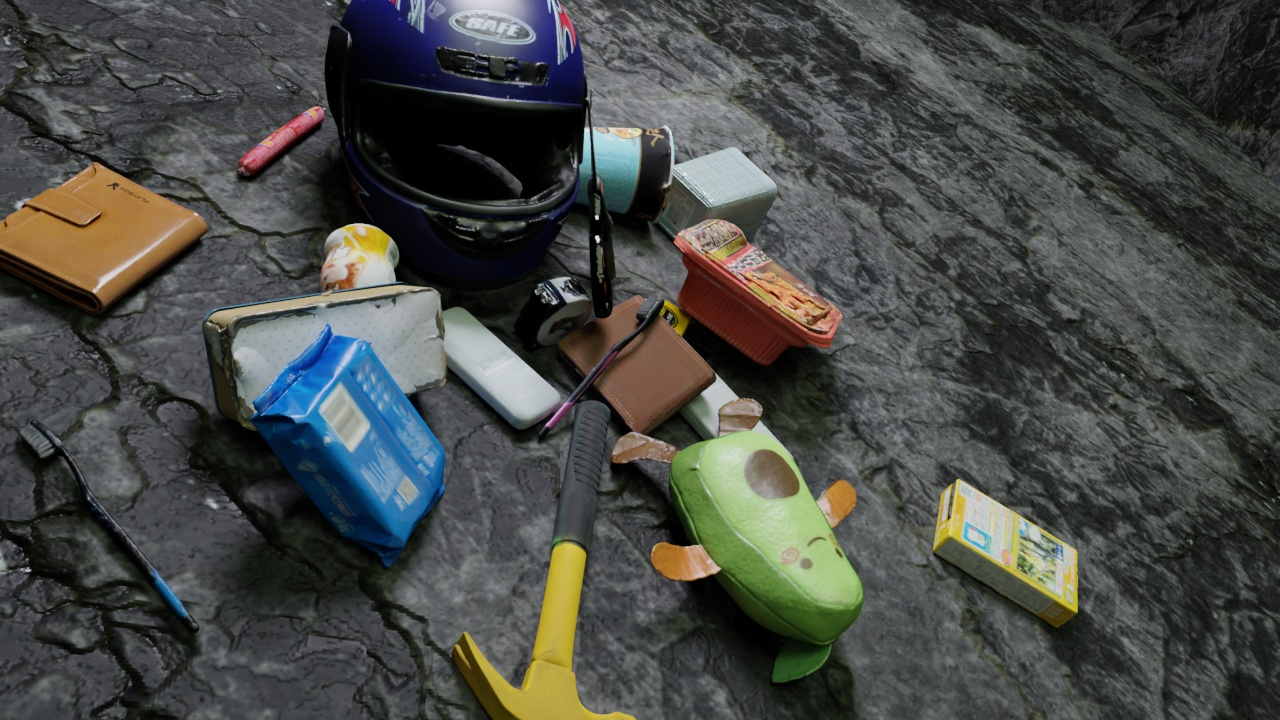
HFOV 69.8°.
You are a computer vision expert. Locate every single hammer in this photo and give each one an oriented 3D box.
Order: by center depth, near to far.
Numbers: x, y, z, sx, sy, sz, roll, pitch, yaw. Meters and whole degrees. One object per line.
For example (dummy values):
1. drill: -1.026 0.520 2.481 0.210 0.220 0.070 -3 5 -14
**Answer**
1. hammer: -0.054 0.143 0.690 0.128 0.033 0.299 21 40 -12

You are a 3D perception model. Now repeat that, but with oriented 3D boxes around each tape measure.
1. tape measure: -0.078 -0.045 0.849 0.065 0.066 0.033 -20 64 -40
2. tape measure: 0.018 -0.035 0.925 0.057 0.029 0.059 30 40 -1

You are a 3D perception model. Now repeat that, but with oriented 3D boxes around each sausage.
1. sausage: -0.354 -0.220 0.910 0.020 0.020 0.155 26 39 -3

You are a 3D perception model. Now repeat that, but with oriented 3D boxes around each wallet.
1. wallet: -0.431 -0.100 0.728 0.108 0.031 0.131 28 38 -4
2. wallet: -0.005 0.005 0.851 0.101 0.032 0.124 -33 65 -24

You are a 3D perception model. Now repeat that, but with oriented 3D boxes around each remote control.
1. remote control: -0.132 0.006 0.799 0.136 0.020 0.055 40 40 14
2. remote control: 0.076 0.056 0.867 0.058 0.021 0.150 -23 61 -37

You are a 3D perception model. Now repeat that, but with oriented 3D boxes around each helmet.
1. helmet: -0.164 -0.247 0.859 0.247 0.241 0.315 -1 42 -22

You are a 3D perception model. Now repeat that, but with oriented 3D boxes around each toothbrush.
1. toothbrush: -0.337 0.104 0.579 0.189 0.014 0.016 43 42 15
2. toothbrush: -0.035 0.003 0.822 0.018 0.014 0.188 25 57 25

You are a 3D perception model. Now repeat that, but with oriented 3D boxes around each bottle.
1. bottle: -0.238 -0.061 0.774 0.063 0.063 0.108 10 57 -22

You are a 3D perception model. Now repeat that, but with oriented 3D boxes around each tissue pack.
1. tissue pack: -0.197 0.061 0.640 0.157 0.052 0.094 61 31 -26

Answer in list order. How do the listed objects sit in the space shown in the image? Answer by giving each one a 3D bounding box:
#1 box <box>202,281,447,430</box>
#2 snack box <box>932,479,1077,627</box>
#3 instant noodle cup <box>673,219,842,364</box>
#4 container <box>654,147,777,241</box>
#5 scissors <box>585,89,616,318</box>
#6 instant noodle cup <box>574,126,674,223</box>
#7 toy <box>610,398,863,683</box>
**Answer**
1. box: -0.227 -0.009 0.696 0.183 0.090 0.062 -12 15 -42
2. snack box: 0.354 0.184 0.888 0.140 0.034 0.086 30 39 3
3. instant noodle cup: 0.116 -0.066 0.955 0.189 0.079 0.164 36 22 8
4. container: 0.083 -0.186 1.080 0.111 0.090 0.090 -23 61 -41
5. scissors: -0.038 -0.142 0.874 0.022 0.221 0.234 -3 69 0
6. instant noodle cup: -0.035 -0.216 1.034 0.120 0.111 0.111 5 45 -16
7. toy: 0.094 0.129 0.749 0.226 0.090 0.246 -14 52 -32
